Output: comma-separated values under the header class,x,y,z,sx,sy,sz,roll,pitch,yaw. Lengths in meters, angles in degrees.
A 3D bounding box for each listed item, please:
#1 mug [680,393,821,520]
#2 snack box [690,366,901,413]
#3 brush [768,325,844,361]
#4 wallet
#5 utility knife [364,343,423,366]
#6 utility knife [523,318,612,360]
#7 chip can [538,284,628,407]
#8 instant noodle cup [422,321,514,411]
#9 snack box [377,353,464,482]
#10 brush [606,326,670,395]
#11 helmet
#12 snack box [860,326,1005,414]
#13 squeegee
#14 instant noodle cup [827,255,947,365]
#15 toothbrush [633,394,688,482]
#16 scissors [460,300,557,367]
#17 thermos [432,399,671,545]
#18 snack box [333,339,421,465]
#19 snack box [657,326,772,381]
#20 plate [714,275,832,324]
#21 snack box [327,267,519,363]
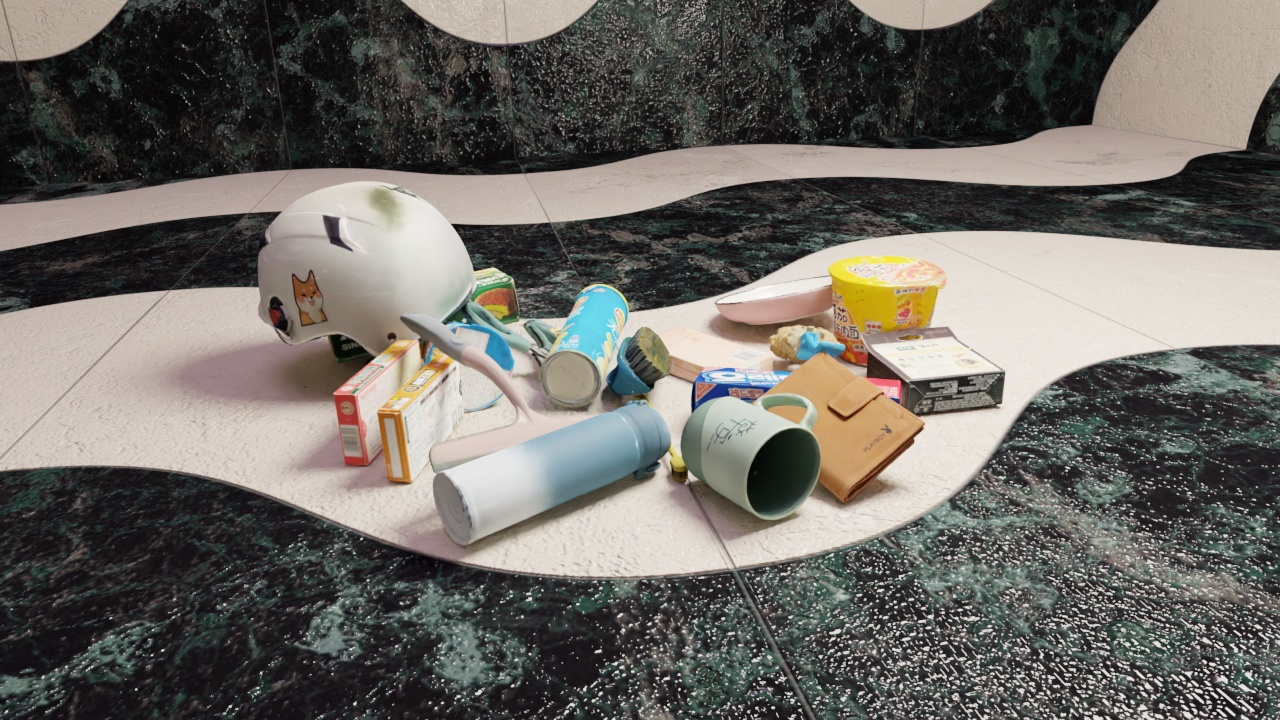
class,x,y,z,sx,sy,sz,roll,pitch,yaw
mug,0.101,0.071,0.805,0.111,0.082,0.106,-47,32,-11
snack box,0.156,0.046,0.932,0.208,0.057,0.058,4,19,16
brush,0.191,-0.015,1.012,0.083,0.046,0.254,10,3,2
wallet,0.177,0.057,0.845,0.107,0.031,0.132,-37,51,-14
utility knife,-0.281,-0.019,1.194,0.170,0.015,0.033,-18,24,-36
utility knife,-0.098,-0.027,1.211,0.030,0.022,0.213,-13,19,-32
chip can,-0.063,-0.023,1.083,0.071,0.071,0.209,1,24,7
instant noodle cup,-0.206,-0.001,1.048,0.099,0.099,0.110,-10,14,-21
snack box,-0.214,0.053,0.913,0.026,0.075,0.153,2,21,10
brush,-0.006,0.006,1.037,0.074,0.055,0.143,-41,9,12
helmet,-0.333,-0.128,1.075,0.274,0.157,0.229,16,39,23
snack box,0.320,0.010,1.018,0.113,0.053,0.125,-5,20,-9
squeegee,-0.166,0.006,0.910,0.249,0.040,0.247,37,28,32
instant noodle cup,0.296,-0.059,1.124,0.138,0.110,0.138,-1,20,0
toothbrush,0.019,0.075,0.926,0.015,0.017,0.190,-7,20,-11
scissors,-0.135,-0.025,1.134,0.170,0.019,0.180,33,11,11
thermos,-0.070,0.094,0.805,0.219,0.070,0.070,-18,26,-34
snack box,-0.266,0.040,0.952,0.027,0.077,0.155,1,21,9
snack box,0.074,-0.003,1.110,0.084,0.026,0.157,-20,27,-39
plate,0.198,-0.080,1.244,0.192,0.039,0.192,-11,8,1
snack box,-0.288,-0.063,1.199,0.239,0.063,0.114,-15,17,-18
